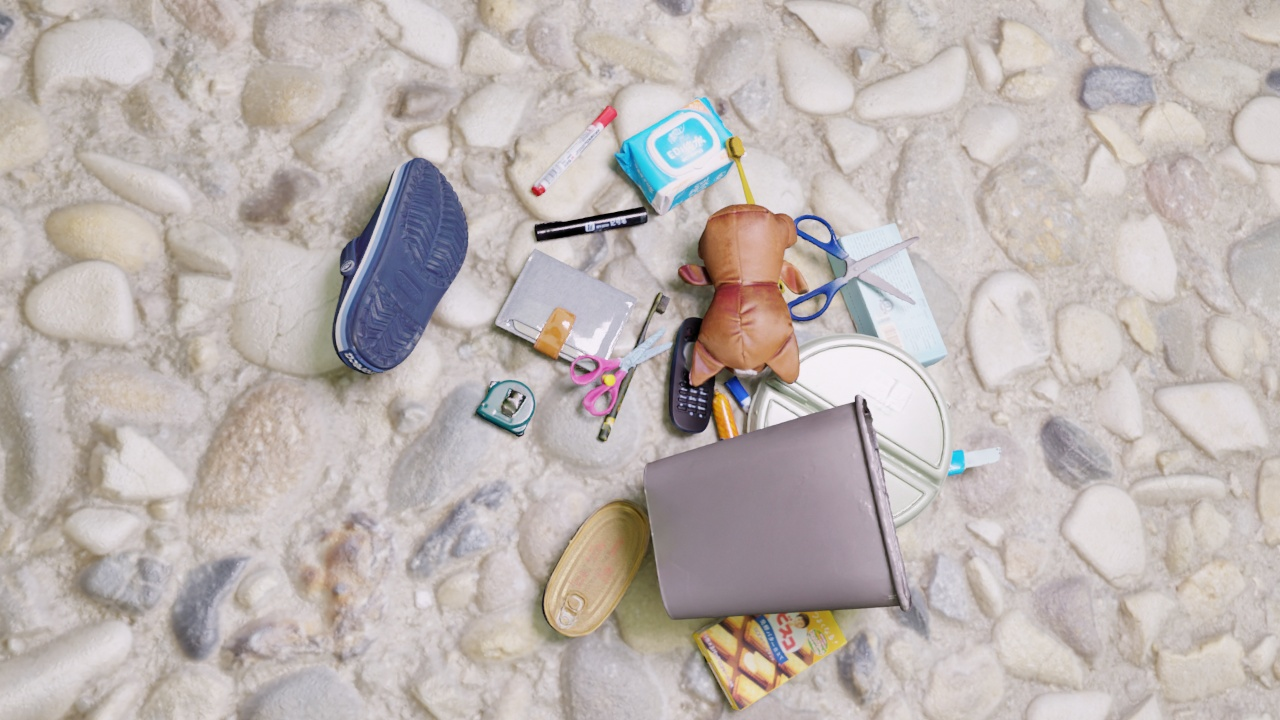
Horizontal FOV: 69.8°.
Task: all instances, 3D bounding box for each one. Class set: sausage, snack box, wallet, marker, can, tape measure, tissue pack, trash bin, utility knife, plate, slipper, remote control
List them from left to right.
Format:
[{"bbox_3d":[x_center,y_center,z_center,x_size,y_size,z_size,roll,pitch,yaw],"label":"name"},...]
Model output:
[{"bbox_3d":[-0.259,-0.094,0.960,0.095,0.105,0.252,-7,55,29],"label":"slipper"},{"bbox_3d":[-0.140,0.047,0.976,0.058,0.025,0.054,28,73,-4],"label":"tape measure"},{"bbox_3d":[-0.082,-0.052,1.009,0.129,0.037,0.106,26,71,-3],"label":"wallet"},{"bbox_3d":[-0.077,-0.245,1.072,0.017,0.017,0.145,39,72,1],"label":"marker"},{"bbox_3d":[-0.056,-0.157,1.051,0.132,0.020,0.022,-12,49,-13],"label":"marker"},{"bbox_3d":[-0.046,0.211,0.938,0.074,0.049,0.148,32,72,-1],"label":"can"},{"bbox_3d":[0.047,-0.241,1.070,0.139,0.063,0.090,-34,84,-17],"label":"tissue pack"},{"bbox_3d":[0.057,0.017,1.022,0.053,0.024,0.136,14,68,-15],"label":"remote control"},{"bbox_3d":[0.105,0.110,1.009,0.021,0.021,0.165,-11,78,-14],"label":"sausage"},{"bbox_3d":[0.142,0.080,1.028,0.016,0.017,0.146,-33,84,-18],"label":"marker"},{"bbox_3d":[0.136,0.291,0.962,0.140,0.034,0.087,-26,82,-18],"label":"snack box"},{"bbox_3d":[0.134,0.154,0.890,0.220,0.199,0.198,-12,76,15],"label":"trash bin"},{"bbox_3d":[0.232,0.081,1.006,0.230,0.027,0.230,0,83,-1],"label":"plate"},{"bbox_3d":[0.287,-0.069,1.077,0.074,0.052,0.174,-16,79,-13],"label":"snack box"},{"bbox_3d":[0.313,0.120,1.026,0.185,0.018,0.034,-11,60,0],"label":"utility knife"}]

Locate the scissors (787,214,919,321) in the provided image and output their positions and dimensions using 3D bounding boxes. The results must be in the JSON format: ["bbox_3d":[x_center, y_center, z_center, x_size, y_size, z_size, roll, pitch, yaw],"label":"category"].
[{"bbox_3d":[0.233,-0.104,1.052,0.176,0.012,0.162,46,103,19],"label":"scissors"}]

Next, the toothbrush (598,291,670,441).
[{"bbox_3d":[-0.006,0.006,1.021,0.017,0.012,0.185,27,71,-15],"label":"toothbrush"}]

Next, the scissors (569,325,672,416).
[{"bbox_3d":[-0.021,-0.005,0.999,0.137,0.017,0.077,-43,107,-22],"label":"scissors"}]

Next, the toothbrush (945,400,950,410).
[{"bbox_3d":[0.307,0.119,1.049,0.029,0.020,0.189,39,70,-6],"label":"toothbrush"}]

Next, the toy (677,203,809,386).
[{"bbox_3d":[0.114,-0.068,1.009,0.140,0.130,0.199,-7,71,16],"label":"toy"}]

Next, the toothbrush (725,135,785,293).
[{"bbox_3d":[0.135,-0.166,1.059,0.015,0.017,0.190,-23,101,-19],"label":"toothbrush"}]
